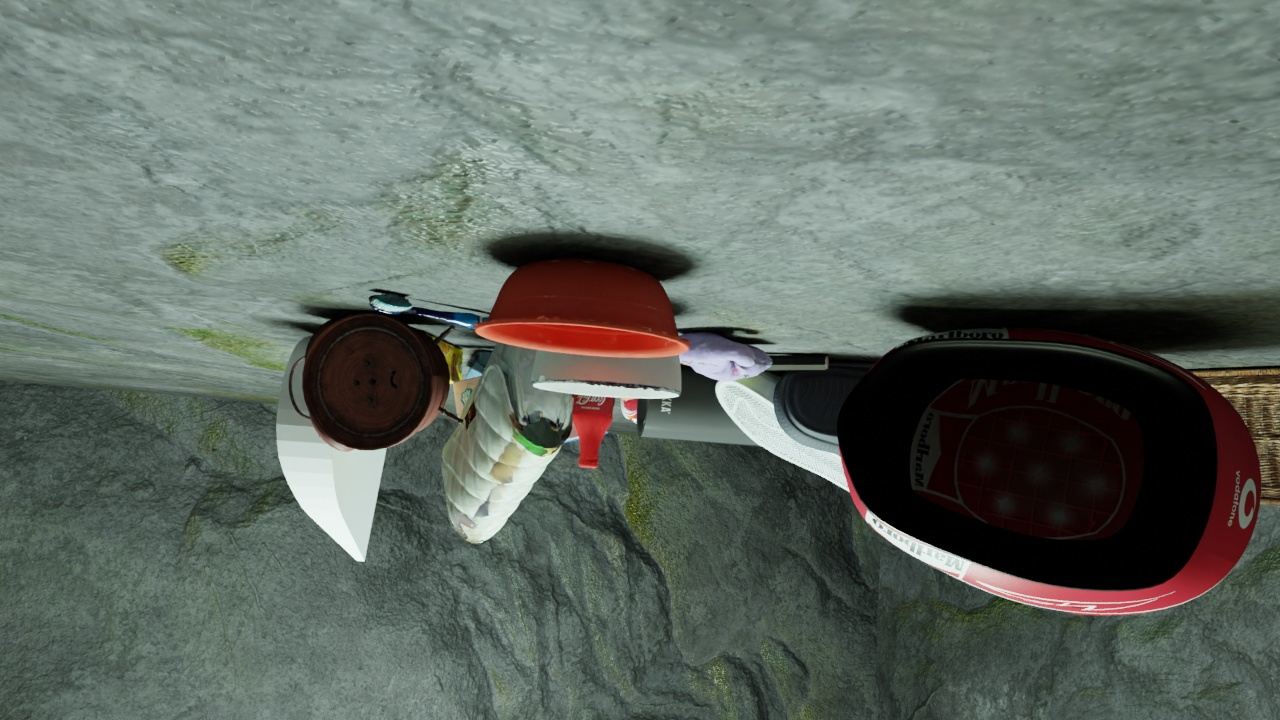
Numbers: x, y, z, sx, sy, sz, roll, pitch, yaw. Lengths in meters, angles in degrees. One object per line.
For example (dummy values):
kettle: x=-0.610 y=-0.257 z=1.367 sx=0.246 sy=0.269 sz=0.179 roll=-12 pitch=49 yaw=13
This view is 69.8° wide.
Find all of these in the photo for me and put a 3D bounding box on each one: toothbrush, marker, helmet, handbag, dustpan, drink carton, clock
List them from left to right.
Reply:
dustpan: x=-0.332 y=0.083 z=1.003 sx=0.053 sy=0.191 sz=0.258 roll=4 pitch=149 yaw=-4
clock: x=-0.244 y=0.019 z=0.819 sx=0.158 sy=0.120 sz=0.072 roll=-5 pitch=180 yaw=8
drink carton: x=-0.229 y=-0.001 z=0.946 sx=0.058 sy=0.043 sz=0.134 roll=2 pitch=173 yaw=7
toothbrush: x=-0.131 y=-0.033 z=0.745 sx=0.188 sy=0.016 sz=0.017 roll=10 pitch=161 yaw=-41
handbag: x=-0.128 y=0.067 z=0.842 sx=0.072 sy=0.138 sz=0.195 roll=11 pitch=140 yaw=-23
marker: x=0.117 y=0.003 z=0.878 sx=0.124 sy=0.017 sz=0.021 roll=0 pitch=173 yaw=22
helmet: x=0.287 y=0.077 z=0.669 sx=0.271 sy=0.197 sz=0.224 roll=10 pitch=175 yaw=19

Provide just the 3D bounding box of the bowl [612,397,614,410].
bowl: x=-0.084 y=0.033 z=1.018 sx=0.110 sy=0.055 sz=0.110 roll=-4 pitch=-153 yaw=2

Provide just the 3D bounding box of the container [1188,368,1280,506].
container: x=0.546 y=0.067 z=0.776 sx=0.113 sy=0.112 sz=0.199 roll=10 pitch=172 yaw=-40

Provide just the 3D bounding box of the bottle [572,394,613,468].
bottle: x=-0.041 y=0.034 z=0.802 sx=0.036 sy=0.119 sz=0.036 roll=4 pitch=173 yaw=0

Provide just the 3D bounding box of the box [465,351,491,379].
box: x=-0.177 y=0.029 z=1.102 sx=0.068 sy=0.059 sz=0.210 roll=8 pitch=172 yaw=-13

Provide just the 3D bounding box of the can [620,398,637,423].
can: x=0.034 y=0.047 z=1.096 sx=0.105 sy=0.064 sz=0.064 roll=1 pitch=173 yaw=24

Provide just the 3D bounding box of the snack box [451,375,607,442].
snack box: x=-0.117 y=0.050 z=0.964 sx=0.154 sy=0.088 sz=0.033 roll=-12 pitch=172 yaw=11

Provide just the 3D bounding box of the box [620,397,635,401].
box: x=-0.005 y=0.000 z=0.895 sx=0.056 sy=0.063 sz=0.188 roll=41 pitch=170 yaw=-6

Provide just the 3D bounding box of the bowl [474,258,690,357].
bowl: x=-0.033 y=-0.033 z=0.558 sx=0.130 sy=0.045 sz=0.130 roll=4 pitch=173 yaw=0

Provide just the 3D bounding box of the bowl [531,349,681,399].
bowl: x=-0.024 y=-0.006 z=0.696 sx=0.113 sy=0.063 sz=0.113 roll=3 pitch=173 yaw=0

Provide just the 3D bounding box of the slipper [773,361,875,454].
slipper: x=0.264 y=0.045 z=0.873 sx=0.268 sy=0.110 sz=0.083 roll=10 pitch=153 yaw=-9

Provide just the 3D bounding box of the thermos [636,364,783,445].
thermos: x=0.121 y=0.052 z=1.011 sx=0.240 sy=0.082 sz=0.082 roll=5 pitch=173 yaw=-8

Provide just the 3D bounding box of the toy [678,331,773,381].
toy: x=0.073 y=-0.002 z=0.791 sx=0.080 sy=0.036 sz=0.099 roll=0 pitch=171 yaw=38

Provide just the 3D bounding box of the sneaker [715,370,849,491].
sneaker: x=0.192 y=0.062 z=0.943 sx=0.242 sy=0.090 sz=0.090 roll=31 pitch=152 yaw=1
